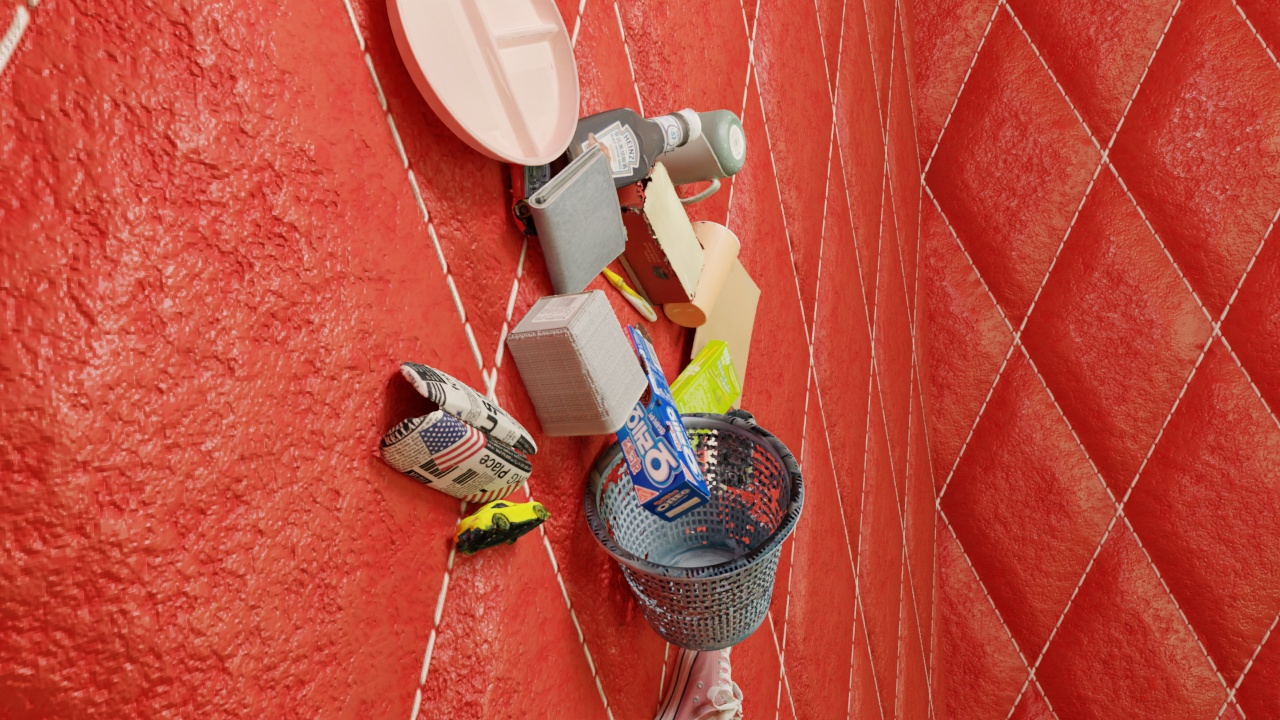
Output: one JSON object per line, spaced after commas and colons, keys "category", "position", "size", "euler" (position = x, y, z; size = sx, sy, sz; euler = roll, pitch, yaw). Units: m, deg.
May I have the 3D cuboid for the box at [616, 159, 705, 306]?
{"category": "box", "position": [0.023, -0.146, 1.065], "size": [0.168, 0.078, 0.091], "euler": [58, 40, -45]}

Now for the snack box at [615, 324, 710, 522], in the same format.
{"category": "snack box", "position": [0.007, 0.060, 0.937], "size": [0.057, 0.058, 0.207], "euler": [41, 22, -50]}

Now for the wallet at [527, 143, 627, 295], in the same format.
{"category": "wallet", "position": [-0.060, -0.135, 0.900], "size": [0.106, 0.037, 0.130], "euler": [-47, 148, -26]}

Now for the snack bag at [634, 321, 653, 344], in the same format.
{"category": "snack bag", "position": [-0.006, 0.006, 1.053], "size": [0.045, 0.026, 0.105], "euler": [52, 41, -44]}

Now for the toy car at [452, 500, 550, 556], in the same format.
{"category": "toy car", "position": [-0.121, 0.142, 0.801], "size": [0.032, 0.048, 0.105], "euler": [59, 23, 18]}

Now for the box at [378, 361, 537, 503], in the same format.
{"category": "box", "position": [-0.151, 0.067, 0.754], "size": [0.087, 0.076, 0.162], "euler": [-54, 147, -6]}

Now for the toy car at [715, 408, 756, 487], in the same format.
{"category": "toy car", "position": [0.130, 0.117, 1.224], "size": [0.031, 0.049, 0.105], "euler": [32, 60, -61]}

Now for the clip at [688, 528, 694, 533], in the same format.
{"category": "clip", "position": [0.059, 0.204, 1.175], "size": [0.025, 0.036, 0.057], "euler": [28, 59, -61]}

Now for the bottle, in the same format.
{"category": "bottle", "position": [-0.013, -0.228, 0.968], "size": [0.194, 0.044, 0.080], "euler": [-28, 111, -37]}

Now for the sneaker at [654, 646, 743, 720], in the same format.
{"category": "sneaker", "position": [0.083, 0.414, 1.125], "size": [0.240, 0.088, 0.118], "euler": [-54, 133, -49]}

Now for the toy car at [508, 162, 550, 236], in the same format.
{"category": "toy car", "position": [-0.106, -0.171, 0.868], "size": [0.049, 0.031, 0.106], "euler": [-22, 111, -60]}

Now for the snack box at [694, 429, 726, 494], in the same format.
{"category": "snack box", "position": [0.090, 0.105, 1.232], "size": [0.075, 0.025, 0.153], "euler": [9, 79, -61]}

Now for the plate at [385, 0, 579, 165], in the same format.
{"category": "plate", "position": [-0.132, -0.277, 0.793], "size": [0.229, 0.028, 0.229], "euler": [27, 57, -51]}

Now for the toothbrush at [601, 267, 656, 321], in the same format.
{"category": "toothbrush", "position": [-0.020, -0.087, 1.041], "size": [0.191, 0.018, 0.016], "euler": [42, 53, -54]}

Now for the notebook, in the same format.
{"category": "notebook", "position": [0.119, -0.053, 1.265], "size": [0.149, 0.012, 0.211], "euler": [48, 45, -46]}

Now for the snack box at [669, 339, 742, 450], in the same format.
{"category": "snack box", "position": [0.070, 0.053, 1.152], "size": [0.156, 0.026, 0.086], "euler": [-47, 132, -33]}

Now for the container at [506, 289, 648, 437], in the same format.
{"category": "container", "position": [-0.062, 0.001, 0.880], "size": [0.090, 0.090, 0.114], "euler": [-59, 134, -48]}

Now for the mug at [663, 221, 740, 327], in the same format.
{"category": "mug", "position": [0.074, -0.106, 1.172], "size": [0.078, 0.078, 0.122], "euler": [55, 46, -46]}

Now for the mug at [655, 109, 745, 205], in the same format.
{"category": "mug", "position": [0.069, -0.249, 1.132], "size": [0.082, 0.106, 0.111], "euler": [15, 75, -63]}

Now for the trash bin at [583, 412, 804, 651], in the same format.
{"category": "trash bin", "position": [0.063, 0.202, 1.001], "size": [0.225, 0.227, 0.195], "euler": [-62, 153, -44]}
